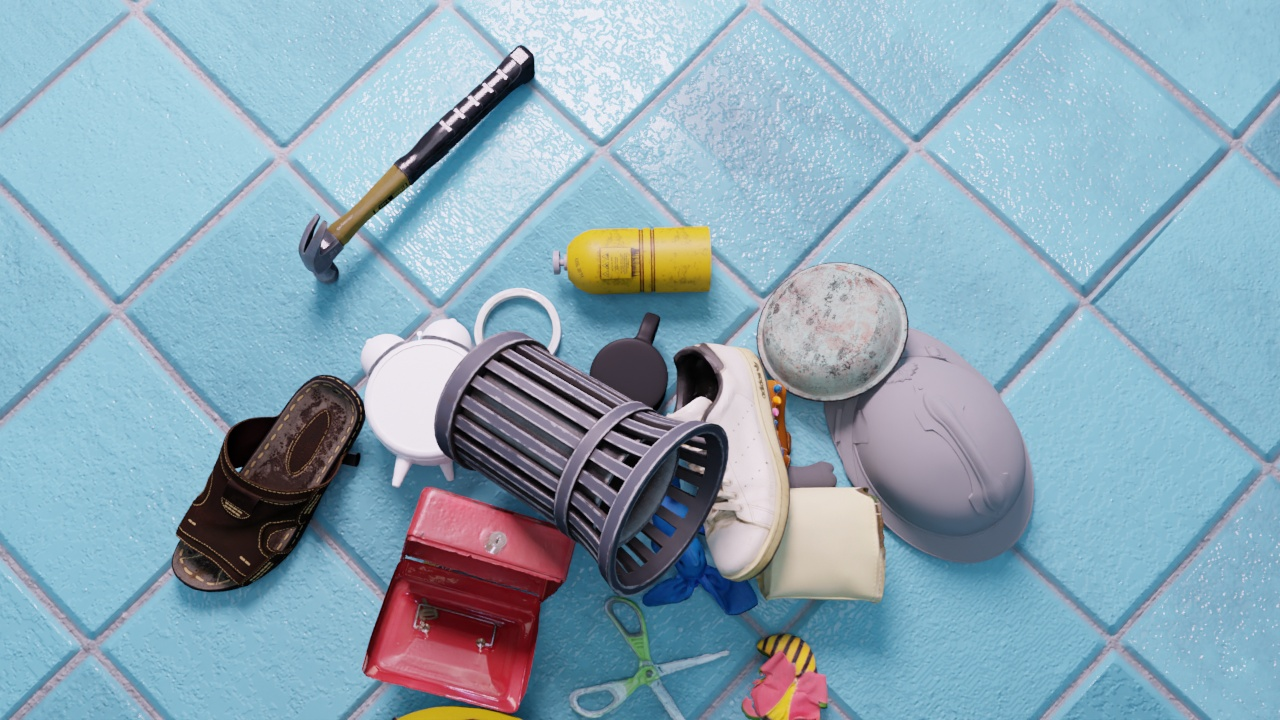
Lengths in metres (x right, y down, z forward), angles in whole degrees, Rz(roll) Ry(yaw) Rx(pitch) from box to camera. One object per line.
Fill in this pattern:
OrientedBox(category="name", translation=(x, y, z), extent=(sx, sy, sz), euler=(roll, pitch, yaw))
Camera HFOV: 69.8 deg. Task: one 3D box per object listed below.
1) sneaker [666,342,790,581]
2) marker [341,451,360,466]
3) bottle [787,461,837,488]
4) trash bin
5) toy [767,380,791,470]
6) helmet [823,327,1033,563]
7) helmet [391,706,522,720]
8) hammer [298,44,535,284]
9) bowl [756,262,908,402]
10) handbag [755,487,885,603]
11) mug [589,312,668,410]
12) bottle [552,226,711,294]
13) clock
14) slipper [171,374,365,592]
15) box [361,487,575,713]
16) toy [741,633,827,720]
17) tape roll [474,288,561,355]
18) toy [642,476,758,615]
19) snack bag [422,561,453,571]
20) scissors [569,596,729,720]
OrientedBox(category="sneaker", translation=(0.074, 0.087, 0.884), extent=(0.102, 0.089, 0.241), euler=(19, 56, -38))
OrientedBox(category="marker", translation=(-0.368, 0.092, 0.972), extent=(0.140, 0.016, 0.016), euler=(11, 82, 2))
OrientedBox(category="bottle", translation=(0.147, 0.129, 0.953), extent=(0.110, 0.036, 0.036), euler=(-8, 82, -1))
OrientedBox(category="trash bin", translation=(-0.061, 0.079, 0.828), extent=(0.227, 0.164, 0.164), euler=(28, 82, 28))
OrientedBox(category="toy", translation=(0.135, 0.067, 0.930), extent=(0.070, 0.103, 0.090), euler=(5, 96, -13))
OrientedBox(category="helmet", translation=(0.302, 0.076, 0.918), extent=(0.183, 0.118, 0.271), euler=(-32, 81, -4))
OrientedBox(category="helmet", translation=(-0.164, 0.413, 0.861), extent=(0.240, 0.139, 0.209), euler=(28, 102, 5))
OrientedBox(category="hammer", translation=(-0.234, -0.216, 0.976), extent=(0.025, 0.118, 0.332), euler=(43, 79, 3))
OrientedBox(category="bowl", translation=(0.192, -0.037, 0.944), extent=(0.158, 0.038, 0.157), euler=(-8, 67, 20))
OrientedBox(category="handbag", translation=(0.180, 0.183, 0.916), extent=(0.119, 0.081, 0.111), euler=(1, 93, -2))
OrientedBox(category="mug", translation=(-0.006, 0.006, 0.945), extent=(0.078, 0.088, 0.113), euler=(19, 82, 3))
OrientedBox(category="bottle", translation=(-0.010, -0.106, 0.970), extent=(0.164, 0.071, 0.071), euler=(-1, 82, 0))
OrientedBox(category="clock", translation=(-0.219, 0.043, 0.955), extent=(0.125, 0.073, 0.161), euler=(-15, 78, -11))
OrientedBox(category="slipper", translation=(-0.381, 0.129, 0.927), extent=(0.113, 0.075, 0.268), euler=(39, 93, 2))
OrientedBox(category="box", translation=(-0.156, 0.207, 0.872), extent=(0.157, 0.153, 0.169), euler=(17, 120, -10))
OrientedBox(category="toy", translation=(0.146, 0.329, 0.924), extent=(0.084, 0.046, 0.103), euler=(2, 77, 14))
OrientedBox(category="tape roll", translation=(-0.132, -0.031, 0.989), extent=(0.093, 0.013, 0.093), euler=(0, 82, 1))
OrientedBox(category="toy", translation=(0.037, 0.184, 0.932), extent=(0.113, 0.071, 0.176), euler=(-22, 93, 0))
OrientedBox(category="snack bag", translation=(-0.194, 0.203, 0.954), extent=(0.099, 0.020, 0.026), euler=(-34, 85, -4))
OrientedBox(category="scissors", translation=(0.006, 0.323, 0.941), extent=(0.174, 0.022, 0.171), euler=(-32, 80, -9))
